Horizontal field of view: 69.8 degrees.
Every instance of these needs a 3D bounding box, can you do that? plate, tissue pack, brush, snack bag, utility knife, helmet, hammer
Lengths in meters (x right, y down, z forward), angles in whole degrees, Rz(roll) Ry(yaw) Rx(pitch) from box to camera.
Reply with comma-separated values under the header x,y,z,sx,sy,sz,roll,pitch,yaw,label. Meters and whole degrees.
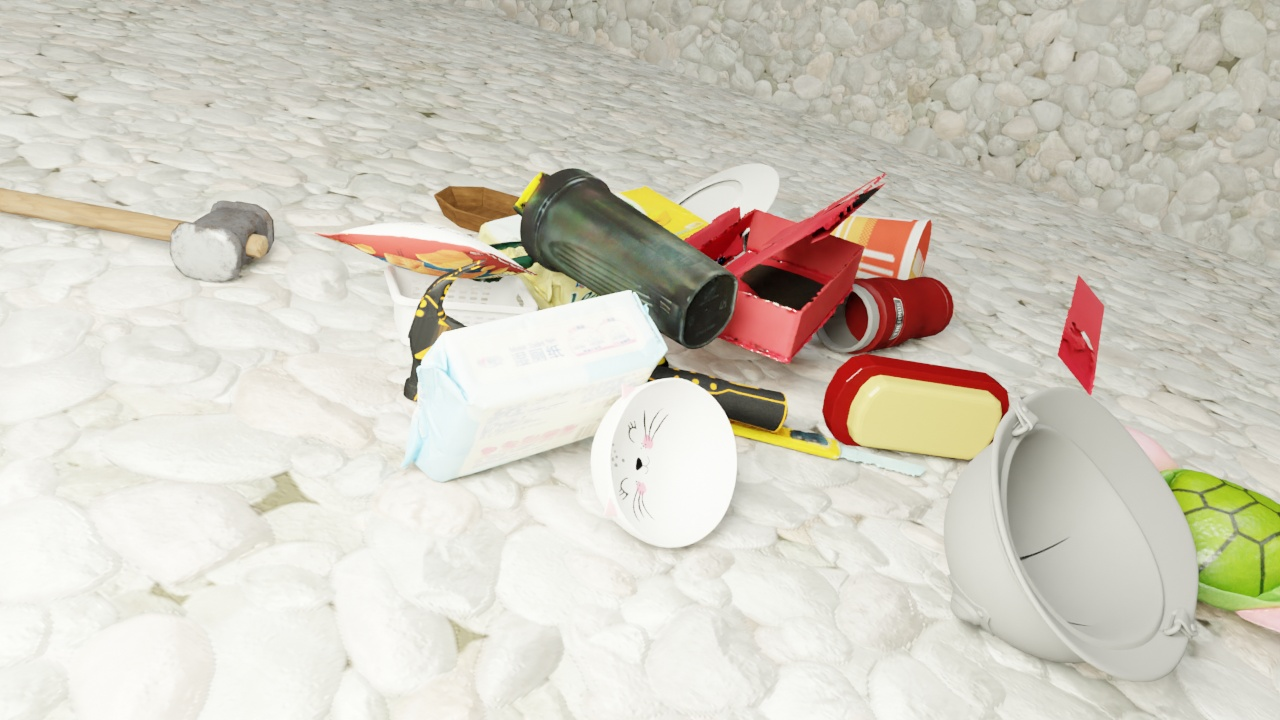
x,y,z,sx,sy,sz,roll,pitch,yaw,label
-0.194,-0.187,1.156,0.131,0.025,0.131,12,24,-6,plate
-0.077,0.017,0.638,0.181,0.112,0.070,-14,64,-30,tissue pack
0.254,0.048,0.833,0.173,0.082,0.041,8,25,-14,brush
-0.037,-0.119,1.001,0.246,0.068,0.159,-18,35,-27,snack bag
0.143,0.071,0.808,0.224,0.019,0.030,17,34,-3,utility knife
-0.173,-0.091,0.767,0.144,0.039,0.130,7,-1,10,snack bag
0.275,0.129,0.639,0.270,0.118,0.183,-25,76,-49,helmet
0.072,-0.176,1.116,0.015,0.209,0.208,52,8,-29,plate
-0.025,0.006,0.744,0.320,0.123,0.036,13,21,-15,hammer
-0.510,-0.134,0.844,0.328,0.052,0.098,10,24,-3,hammer

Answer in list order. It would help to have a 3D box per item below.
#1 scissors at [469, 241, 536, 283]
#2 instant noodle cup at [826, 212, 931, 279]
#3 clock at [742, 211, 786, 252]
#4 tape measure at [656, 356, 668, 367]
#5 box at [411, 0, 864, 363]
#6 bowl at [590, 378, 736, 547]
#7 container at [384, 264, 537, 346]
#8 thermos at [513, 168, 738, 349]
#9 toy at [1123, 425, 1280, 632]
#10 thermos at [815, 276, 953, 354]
x,y,z,sx,sy,sz,roll,pitch,yaw,label
-0.081,-0.088,0.872,0.204,0.015,0.201,-4,39,-21,scissors
0.319,-0.143,1.253,0.121,0.123,0.123,17,23,22,instant noodle cup
0.161,-0.100,1.061,0.045,0.123,0.159,-17,49,0,clock
-0.005,0.005,0.838,0.062,0.034,0.061,27,25,24,tape measure
0.012,-0.202,0.904,0.478,0.172,0.213,54,38,-1,box
0.009,0.070,0.636,0.114,0.114,0.051,-7,0,-39,bowl
-0.166,-0.046,0.835,0.129,0.050,0.080,3,27,-25,container
-0.019,-0.093,0.794,0.098,0.098,0.221,-12,39,-45,thermos
0.460,0.137,0.755,0.190,0.088,0.238,-14,38,-17,toy
0.280,-0.058,1.087,0.108,0.084,0.198,11,14,43,thermos
